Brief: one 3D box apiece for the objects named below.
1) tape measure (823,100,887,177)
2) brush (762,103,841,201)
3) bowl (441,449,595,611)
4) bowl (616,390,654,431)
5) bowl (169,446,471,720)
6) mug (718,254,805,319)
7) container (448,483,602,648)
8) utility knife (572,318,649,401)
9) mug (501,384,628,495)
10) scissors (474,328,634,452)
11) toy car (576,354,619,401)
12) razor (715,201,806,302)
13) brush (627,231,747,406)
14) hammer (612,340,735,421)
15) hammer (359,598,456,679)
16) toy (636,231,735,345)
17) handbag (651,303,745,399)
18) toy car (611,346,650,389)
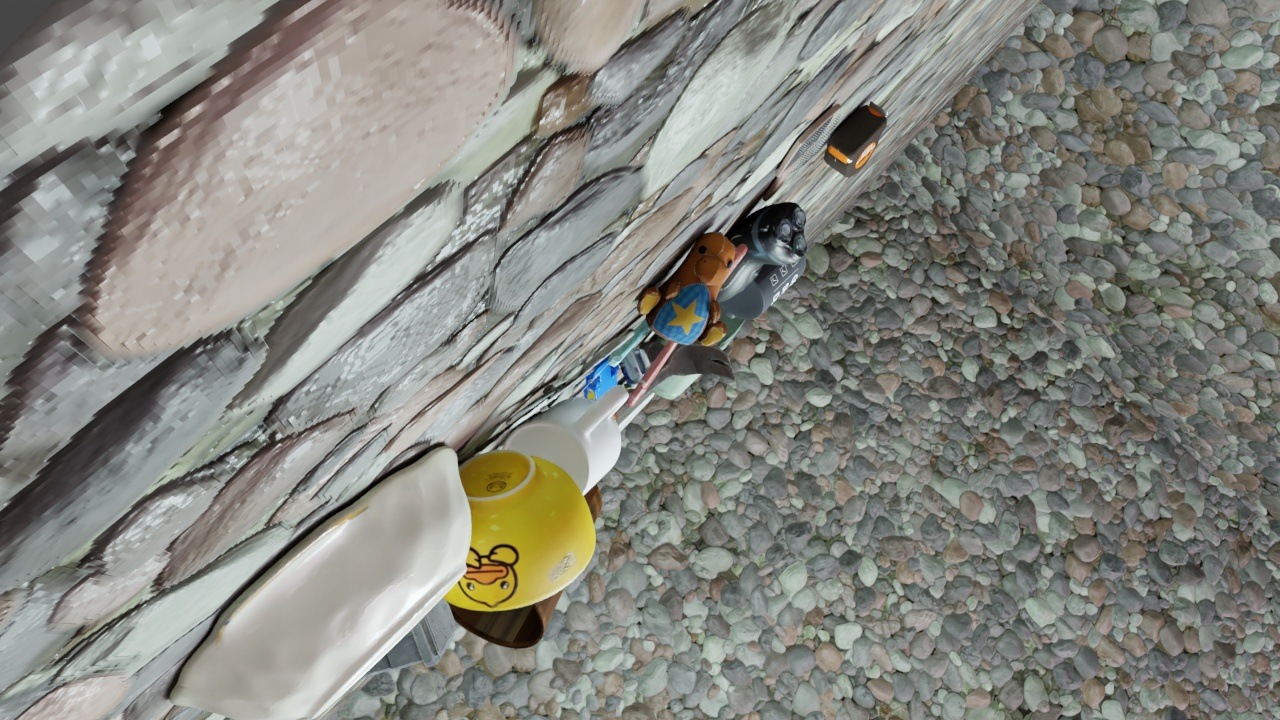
[{"bbox_3d":[0.201,-0.209,0.877,0.058,0.038,0.059,-45,163,-12],"label":"tape measure"},{"bbox_3d":[0.128,-0.159,0.750,0.049,0.015,0.136,-43,176,-16],"label":"brush"},{"bbox_3d":[-0.092,0.102,0.612,0.117,0.117,0.068,-41,132,-45],"label":"bowl"},{"bbox_3d":[-0.047,0.082,1.220,0.149,0.043,0.149,-45,176,-4],"label":"bowl"},{"bbox_3d":[-0.155,0.133,0.503,0.188,0.060,0.219,-45,176,-13],"label":"bowl"},{"bbox_3d":[0.118,-0.085,0.969,0.077,0.071,0.105,-43,165,-29],"label":"mug"},{"bbox_3d":[-0.120,0.190,0.957,0.133,0.132,0.166,-49,-176,44],"label":"container"},{"bbox_3d":[-0.012,-0.009,0.763,0.022,0.015,0.165,-47,-179,45],"label":"utility knife"},{"bbox_3d":[-0.051,0.062,0.742,0.111,0.074,0.090,-47,176,17],"label":"mug"},{"bbox_3d":[-0.063,0.024,0.674,0.141,0.014,0.158,-38,180,-10],"label":"scissors"},{"bbox_3d":[-0.051,0.024,0.828,0.033,0.062,0.092,-40,144,-34],"label":"toy car"},{"bbox_3d":[0.103,-0.091,0.838,0.052,0.063,0.141,-42,174,-33],"label":"razor"},{"bbox_3d":[0.030,-0.034,0.776,0.173,0.030,0.040,-55,174,19],"label":"brush"},{"bbox_3d":[-0.039,0.063,0.876,0.138,0.035,0.313,2,-150,47],"label":"hammer"},{"bbox_3d":[-0.173,0.171,0.740,0.098,0.044,0.322,-18,-175,4],"label":"hammer"},{"bbox_3d":[0.038,-0.061,0.706,0.090,0.070,0.103,-60,-165,16],"label":"toy"},{"bbox_3d":[0.061,-0.024,1.074,0.105,0.067,0.122,-53,-178,-38],"label":"handbag"},{"bbox_3d":[-0.005,0.005,0.851,0.027,0.038,0.089,-24,178,5],"label":"toy car"}]
